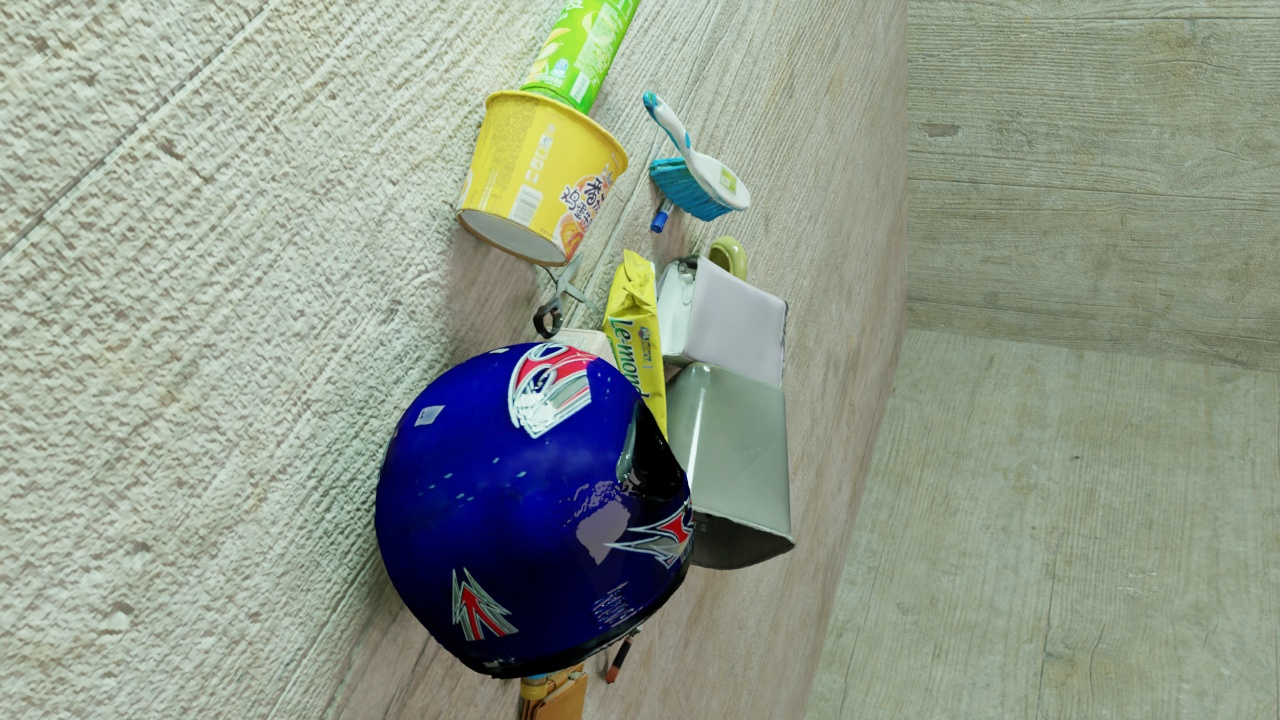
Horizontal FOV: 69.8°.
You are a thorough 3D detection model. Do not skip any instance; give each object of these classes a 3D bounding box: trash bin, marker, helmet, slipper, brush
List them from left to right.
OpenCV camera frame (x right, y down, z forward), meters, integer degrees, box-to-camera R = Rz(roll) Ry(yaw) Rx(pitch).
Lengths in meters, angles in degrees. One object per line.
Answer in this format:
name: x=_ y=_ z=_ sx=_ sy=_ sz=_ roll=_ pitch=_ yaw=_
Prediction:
helmet: x=-0.084 y=0.103 z=0.787 sx=0.314 sy=0.248 sz=0.240 roll=-30 pitch=103 yaw=-69
marker: x=0.046 y=-0.227 z=1.248 sx=0.017 sy=0.017 sz=0.145 roll=72 pitch=35 yaw=-47
brush: x=0.054 y=-0.251 z=1.150 sx=0.314 sy=0.110 sz=0.060 roll=22 pitch=71 yaw=-52
trash bin: x=0.091 y=0.142 z=1.224 sx=0.199 sy=0.199 sz=0.219 roll=-42 pitch=-146 yaw=54
slipper: x=0.107 y=-0.094 z=1.377 sx=0.081 sy=0.091 sz=0.191 roll=-10 pitch=121 yaw=-27

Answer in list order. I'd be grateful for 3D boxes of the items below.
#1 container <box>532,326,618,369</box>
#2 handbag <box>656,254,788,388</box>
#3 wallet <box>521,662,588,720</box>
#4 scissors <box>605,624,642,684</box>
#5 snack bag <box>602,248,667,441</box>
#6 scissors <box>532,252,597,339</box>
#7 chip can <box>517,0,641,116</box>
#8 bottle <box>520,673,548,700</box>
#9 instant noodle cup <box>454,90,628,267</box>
container: x=-0.072 y=0.030 z=0.975 sx=0.090 sy=0.090 sz=0.111 roll=-59 pitch=146 yaw=-41
handbag: x=0.112 y=-0.048 z=1.283 sx=0.196 sy=0.099 sz=0.145 roll=20 pitch=82 yaw=-38
wallet: x=-0.107 y=0.434 z=1.112 sx=0.131 sy=0.031 sz=0.108 roll=-4 pitch=105 yaw=-67
scissors: x=-0.011 y=0.371 z=1.245 sx=0.222 sy=0.015 sz=0.189 roll=-66 pitch=174 yaw=18
snack bag: x=-0.006 y=0.006 z=1.090 sx=0.157 sy=0.068 sz=0.247 roll=-93 pitch=180 yaw=-67
scissors: x=-0.087 y=-0.084 z=0.964 sx=0.180 sy=0.014 sz=0.159 roll=-80 pitch=151 yaw=-49
chip can: x=-0.056 y=-0.314 z=0.907 sx=0.072 sy=0.073 sz=0.220 roll=63 pitch=42 yaw=-54
bottle: x=-0.110 y=0.263 z=0.998 sx=0.065 sy=0.065 sz=0.219 roll=-16 pitch=112 yaw=-65
instant noodle cup: x=-0.093 y=-0.154 z=0.814 sx=0.109 sy=0.138 sz=0.138 roll=-68 pitch=155 yaw=-10
